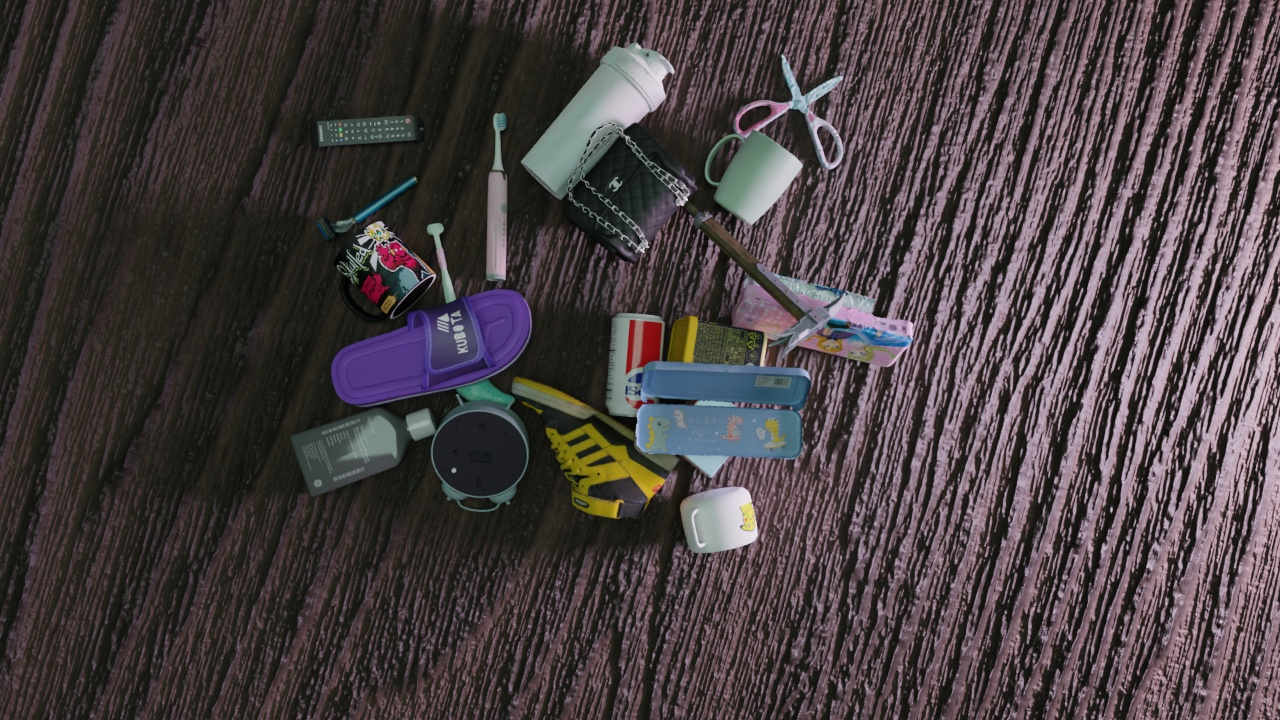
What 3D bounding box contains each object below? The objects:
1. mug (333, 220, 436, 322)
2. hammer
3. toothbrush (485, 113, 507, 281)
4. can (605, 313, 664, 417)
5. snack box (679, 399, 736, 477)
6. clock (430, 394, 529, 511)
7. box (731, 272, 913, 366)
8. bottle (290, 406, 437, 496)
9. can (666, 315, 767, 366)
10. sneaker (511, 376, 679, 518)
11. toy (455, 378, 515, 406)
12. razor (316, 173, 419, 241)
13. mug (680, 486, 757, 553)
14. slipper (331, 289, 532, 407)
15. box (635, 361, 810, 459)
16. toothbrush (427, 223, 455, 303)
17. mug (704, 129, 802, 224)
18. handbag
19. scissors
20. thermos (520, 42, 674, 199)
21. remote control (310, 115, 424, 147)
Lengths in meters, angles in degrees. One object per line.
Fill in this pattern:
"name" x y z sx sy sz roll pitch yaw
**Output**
"mug" -0.338 -0.104 1.180 0.098 0.081 0.118 44 113 -3
"hammer" 0.120 -0.149 1.188 0.146 0.028 0.317 -32 69 -34
"toothbrush" -0.189 -0.217 1.213 0.027 0.027 0.222 1 89 24
"can" -0.007 0.007 1.202 0.070 0.070 0.132 5 89 -5
"snack box" 0.084 0.090 1.195 0.079 0.095 0.093 40 87 -3
"clock" -0.205 0.124 1.183 0.122 0.045 0.159 5 110 -4
"box" 0.240 -0.059 1.224 0.230 0.085 0.070 13 60 -4
"bottle" -0.350 0.106 1.185 0.174 0.046 0.083 -19 90 -5
"can" 0.096 -0.011 1.182 0.101 0.131 0.072 9 88 -7
"sneaker" -0.079 0.120 1.185 0.238 0.086 0.122 28 85 -5
"toy" -0.207 0.012 1.204 0.085 0.033 0.105 -3 85 -1
"razor" -0.354 -0.202 1.205 0.144 0.022 0.042 -33 55 -8
"mug" 0.096 0.207 1.186 0.094 0.115 0.068 -13 88 32
"slipper" -0.269 -0.017 1.152 0.266 0.084 0.107 -18 77 3
"box" 0.100 0.059 1.131 0.209 0.043 0.125 3 109 -4
"toothbrush" -0.256 -0.105 1.212 0.022 0.015 0.154 -12 90 -3
"mug" 0.139 -0.247 1.216 0.111 0.084 0.104 39 100 14
"handbag" -0.016 -0.212 1.159 0.125 0.114 0.154 44 96 23
"scissors" 0.215 -0.332 1.256 0.170 0.013 0.177 -32 90 -7
"thermos" -0.059 -0.316 1.196 0.099 0.099 0.220 43 90 -3
"remote control" -0.360 -0.300 1.207 0.147 0.015 0.033 -5 89 -5
